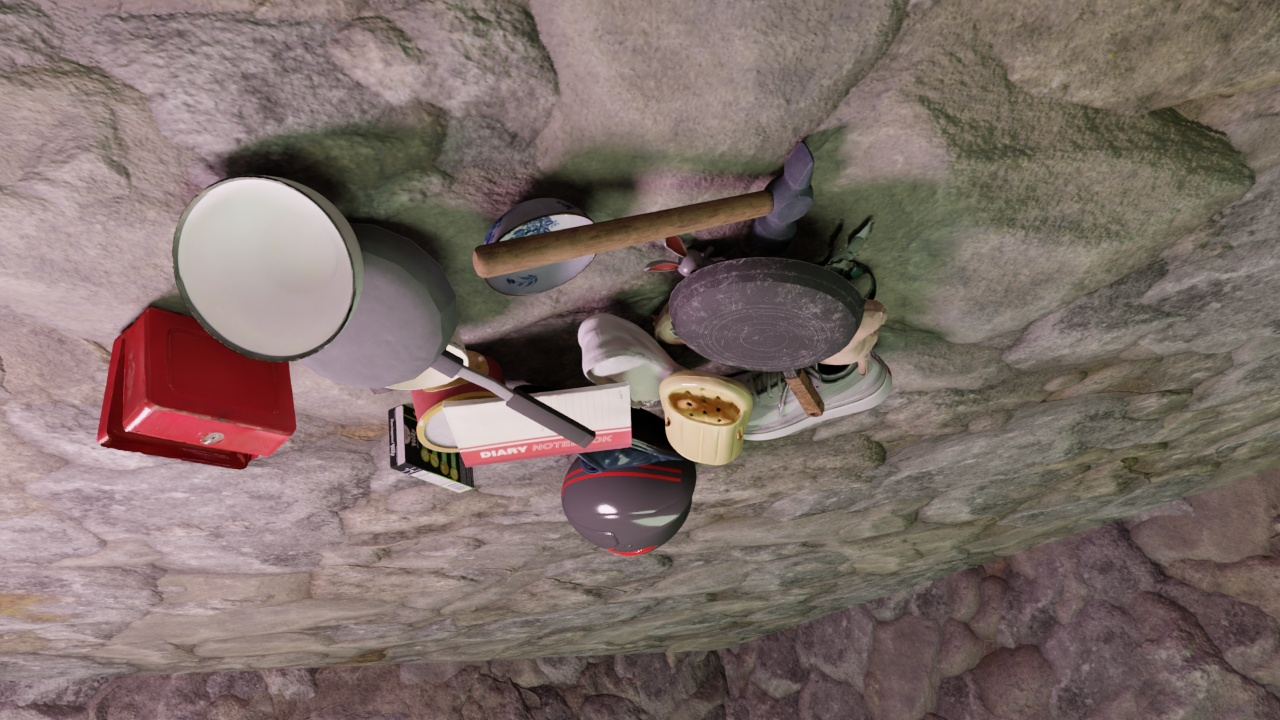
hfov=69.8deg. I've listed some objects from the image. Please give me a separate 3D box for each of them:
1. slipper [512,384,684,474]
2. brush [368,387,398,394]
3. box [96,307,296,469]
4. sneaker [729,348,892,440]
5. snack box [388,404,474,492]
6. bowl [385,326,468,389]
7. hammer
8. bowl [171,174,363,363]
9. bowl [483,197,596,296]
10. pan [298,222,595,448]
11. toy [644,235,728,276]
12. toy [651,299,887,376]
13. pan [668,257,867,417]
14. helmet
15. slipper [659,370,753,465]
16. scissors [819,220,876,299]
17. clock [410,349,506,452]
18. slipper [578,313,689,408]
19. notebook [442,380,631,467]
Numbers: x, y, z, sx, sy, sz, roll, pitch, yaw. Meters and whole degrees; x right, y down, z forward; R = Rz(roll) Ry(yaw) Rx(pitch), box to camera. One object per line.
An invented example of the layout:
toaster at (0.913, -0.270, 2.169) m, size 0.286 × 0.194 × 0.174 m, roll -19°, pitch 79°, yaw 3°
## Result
slipper at (-0.062, 0.104, 1.217) m, size 0.265 × 0.109 × 0.084 m, roll 14°, pitch 113°, yaw -31°
brush at (-0.315, 0.005, 1.058) m, size 0.039 × 0.012 × 0.151 m, roll -10°, pitch 153°, yaw 1°
box at (-0.443, 0.028, 0.931) m, size 0.113 × 0.134 × 0.157 m, roll -28°, pitch 149°, yaw 36°
sneaker at (0.193, 0.026, 1.199) m, size 0.263 × 0.096 × 0.129 m, roll -14°, pitch 143°, yaw 11°
snack box at (-0.279, 0.121, 1.230) m, size 0.025 × 0.080 × 0.147 m, roll -19°, pitch 153°, yaw 19°
bowl at (-0.242, -0.021, 0.971) m, size 0.115 × 0.062 × 0.115 m, roll -8°, pitch 155°, yaw -4°
hammer at (0.009, -0.120, 0.820) m, size 0.321 × 0.040 × 0.130 m, roll -14°, pitch 153°, yaw -17°
bowl at (-0.299, -0.082, 0.767) m, size 0.153 × 0.153 × 0.072 m, roll -15°, pitch -164°, yaw 12°
bowl at (-0.096, -0.112, 0.841) m, size 0.114 × 0.045 × 0.114 m, roll -19°, pitch 154°, yaw -10°
pan at (-0.193, 0.001, 0.892) m, size 0.357 × 0.041 × 0.179 m, roll 31°, pitch 122°, yaw -23°
toy at (0.052, -0.100, 0.946) m, size 0.111 × 0.030 × 0.049 m, roll 12°, pitch 118°, yaw -43°
toy at (0.150, -0.026, 1.072) m, size 0.264 × 0.065 × 0.196 m, roll -4°, pitch 148°, yaw 7°
pan at (0.158, -0.004, 1.018) m, size 0.208 × 0.040 × 0.357 m, roll -6°, pitch 150°, yaw 22°
helmet at (-0.024, 0.198, 1.383) m, size 0.265 × 0.164 × 0.170 m, roll -16°, pitch 144°, yaw 36°
slipper at (0.074, 0.088, 1.121) m, size 0.111 × 0.079 × 0.262 m, roll 14°, pitch 160°, yaw 9°
scissors at (0.238, -0.098, 1.031) m, size 0.142 × 0.015 × 0.210 m, roll 3°, pitch 153°, yaw -17°
clock at (-0.215, 0.053, 1.108) m, size 0.117 × 0.081 × 0.159 m, roll -15°, pitch 148°, yaw -11°
slipper at (-0.007, 0.006, 1.093) m, size 0.112 × 0.074 × 0.246 m, roll -9°, pitch 161°, yaw 21°
notebook at (-0.114, 0.077, 1.079) m, size 0.208 × 0.012 × 0.153 m, roll -7°, pitch 148°, yaw -3°
